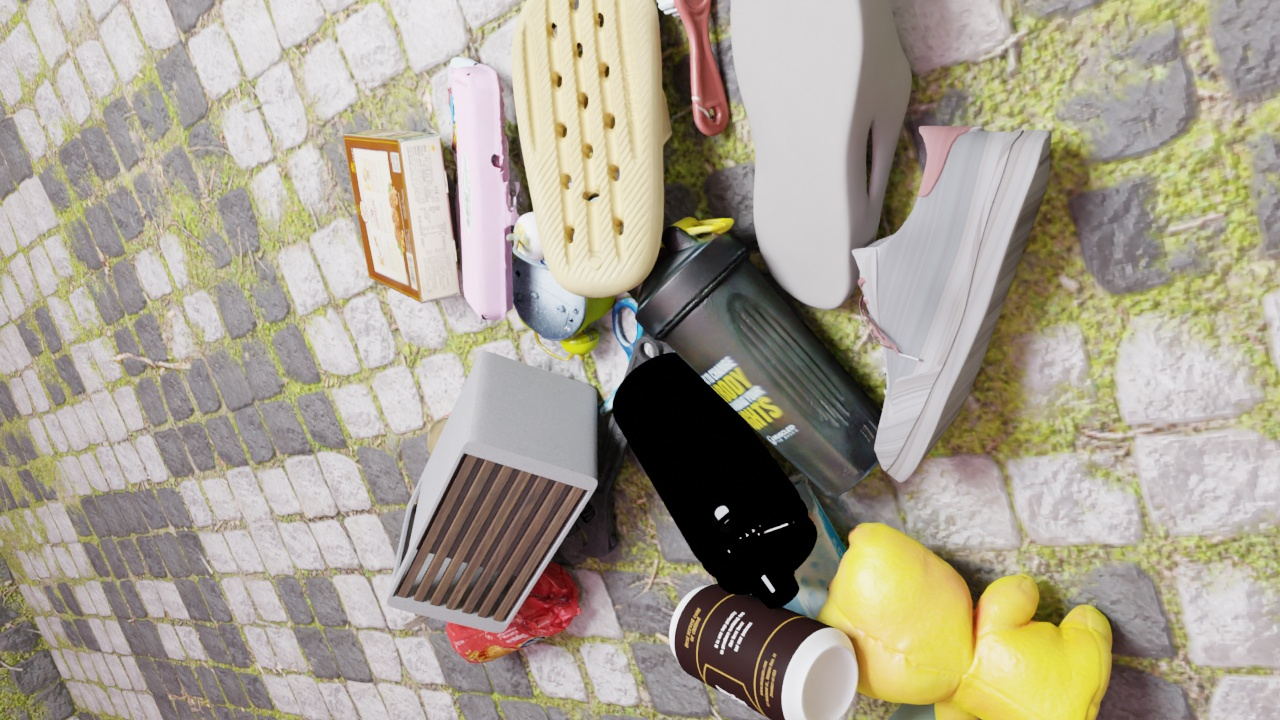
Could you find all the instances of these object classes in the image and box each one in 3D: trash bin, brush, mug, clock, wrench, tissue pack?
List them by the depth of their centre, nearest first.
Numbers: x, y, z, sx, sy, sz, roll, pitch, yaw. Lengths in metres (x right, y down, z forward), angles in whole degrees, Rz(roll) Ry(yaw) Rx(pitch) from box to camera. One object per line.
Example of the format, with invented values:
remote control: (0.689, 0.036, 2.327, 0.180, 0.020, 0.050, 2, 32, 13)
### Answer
brush: (0.032, -0.244, 0.644, 0.030, 0.040, 0.172, 14, 121, 52)
mug: (0.222, 0.317, 0.695, 0.084, 0.103, 0.111, -16, 98, 40)
clock: (-0.045, -0.094, 0.706, 0.089, 0.125, 0.052, 28, 130, 24)
tissue pack: (0.120, 0.164, 0.721, 0.093, 0.061, 0.144, -27, 94, 16)
clock: (-0.069, -0.052, 0.787, 0.083, 0.056, 0.119, 32, 125, 22)
wrench: (-0.025, 0.085, 0.831, 0.073, 0.018, 0.274, 36, 131, 21)
trash bin: (-0.135, 0.125, 0.836, 0.114, 0.114, 0.229, 19, 125, -17)
brush: (-0.172, 0.228, 0.929, 0.008, 0.142, 0.045, 57, 140, 5)

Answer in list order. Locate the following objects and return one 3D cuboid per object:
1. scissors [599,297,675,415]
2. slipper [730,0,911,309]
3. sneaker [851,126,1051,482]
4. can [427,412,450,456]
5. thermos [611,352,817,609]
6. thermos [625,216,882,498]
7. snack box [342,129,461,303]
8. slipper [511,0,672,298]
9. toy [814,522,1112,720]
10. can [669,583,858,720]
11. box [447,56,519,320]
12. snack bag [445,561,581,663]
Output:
scissors: (-0.007, 0.005, 0.796, 0.117, 0.013, 0.140, 52, 132, 4)
slipper: (0.126, -0.160, 0.592, 0.113, 0.080, 0.266, 34, 144, 47)
sneaker: (0.176, -0.038, 0.584, 0.089, 0.099, 0.236, 25, 115, 26)
can: (-0.174, 0.091, 0.937, 0.086, 0.043, 0.086, 16, 118, 32)
thermos: (0.056, 0.087, 0.676, 0.198, 0.086, 0.086, 57, 139, 43)
thermos: (0.086, -0.005, 0.661, 0.221, 0.097, 0.098, 46, 130, 2)
snack box: (-0.221, -0.137, 0.846, 0.147, 0.041, 0.143, 22, 122, 52)
slipper: (-0.031, -0.164, 0.669, 0.111, 0.079, 0.261, -7, 75, 11)
toy: (0.216, 0.205, 0.630, 0.194, 0.087, 0.135, 22, 110, 13)
can: (0.084, 0.205, 0.642, 0.129, 0.071, 0.072, 7, 114, 53)
box: (-0.139, -0.147, 0.775, 0.153, 0.037, 0.201, -138, 44, -57)
snack bag: (-0.138, 0.264, 0.962, 0.177, 0.082, 0.082, -35, 87, 41)
